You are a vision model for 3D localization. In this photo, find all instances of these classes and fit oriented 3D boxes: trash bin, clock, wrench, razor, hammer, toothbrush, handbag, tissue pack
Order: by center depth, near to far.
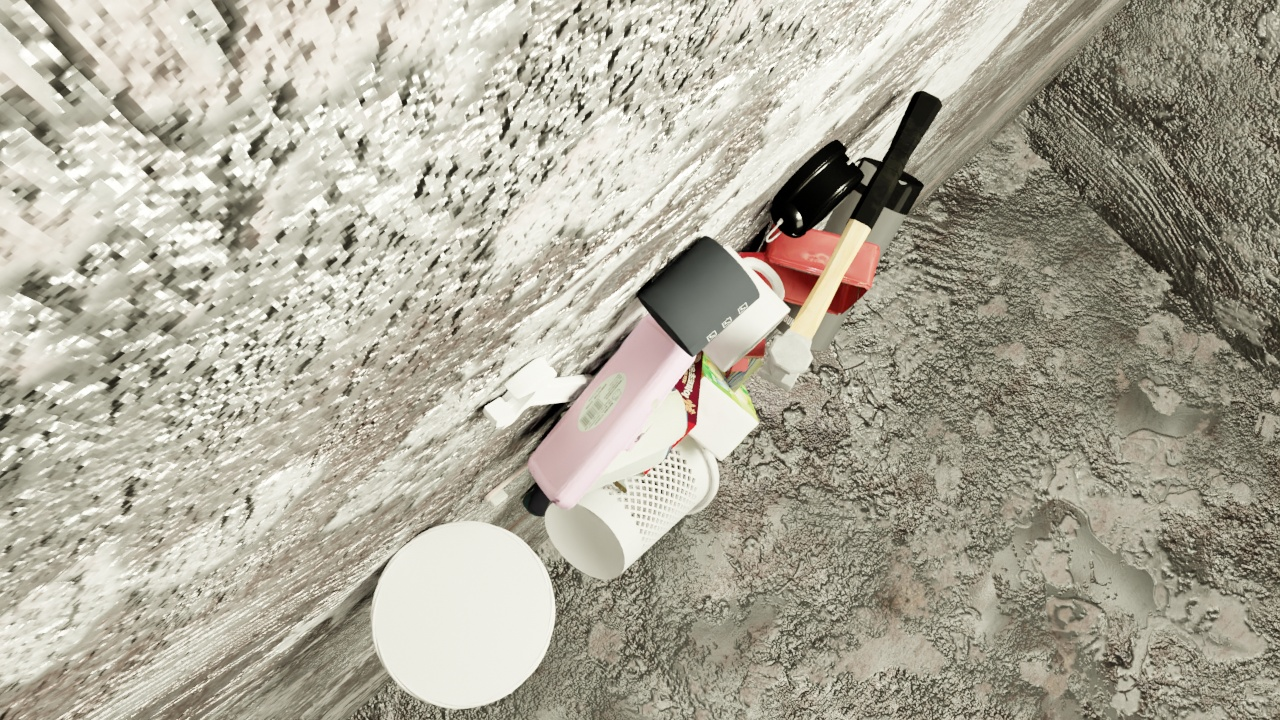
[{"bbox_3d":[-0.077,0.026,0.801,0.066,0.018,0.273,-44,174,6],"label":"wrench"},{"bbox_3d":[0.168,-0.161,0.909,0.121,0.042,0.091,-44,173,11],"label":"clock"},{"bbox_3d":[0.209,-0.119,0.911,0.328,0.039,0.131,-61,173,-6],"label":"hammer"},{"bbox_3d":[-0.016,0.064,1.031,0.151,0.074,0.176,-16,137,-38],"label":"handbag"},{"bbox_3d":[-0.114,0.113,1.110,0.181,0.018,0.016,-41,173,-18],"label":"toothbrush"},{"bbox_3d":[0.119,0.033,1.297,0.141,0.120,0.197,-48,-165,11],"label":"tissue pack"},{"bbox_3d":[-0.022,0.193,1.300,0.199,0.195,0.196,-43,175,-43],"label":"trash bin"},{"bbox_3d":[-0.132,0.186,1.362,0.143,0.047,0.052,-53,-168,46],"label":"razor"}]

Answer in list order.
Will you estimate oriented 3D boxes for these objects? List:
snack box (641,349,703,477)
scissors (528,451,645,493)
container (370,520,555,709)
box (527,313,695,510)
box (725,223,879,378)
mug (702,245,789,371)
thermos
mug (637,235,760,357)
[{"bbox_3d":[0.027,0.058,1.194,0.152,0.036,0.132,-50,-156,49],"label":"snack box"},{"bbox_3d":[-0.058,0.117,1.126,0.179,0.015,0.185,-11,134,-30],"label":"scissors"},{"bbox_3d":[-0.190,0.281,1.009,0.189,0.189,0.187,-40,171,-18],"label":"container"},{"bbox_3d":[-0.035,0.038,0.896,0.201,0.066,0.153,-51,-158,5],"label":"box"},{"bbox_3d":[0.180,-0.070,1.052,0.170,0.156,0.157,-4,173,0],"label":"box"},{"bbox_3d":[0.096,-0.060,0.926,0.121,0.090,0.091,-39,172,-28],"label":"mug"},{"bbox_3d":[0.260,-0.134,1.166,0.241,0.082,0.082,-63,165,22],"label":"thermos"},{"bbox_3d":[0.045,-0.058,0.795,0.077,0.071,0.105,-42,-160,-2],"label":"mug"}]
